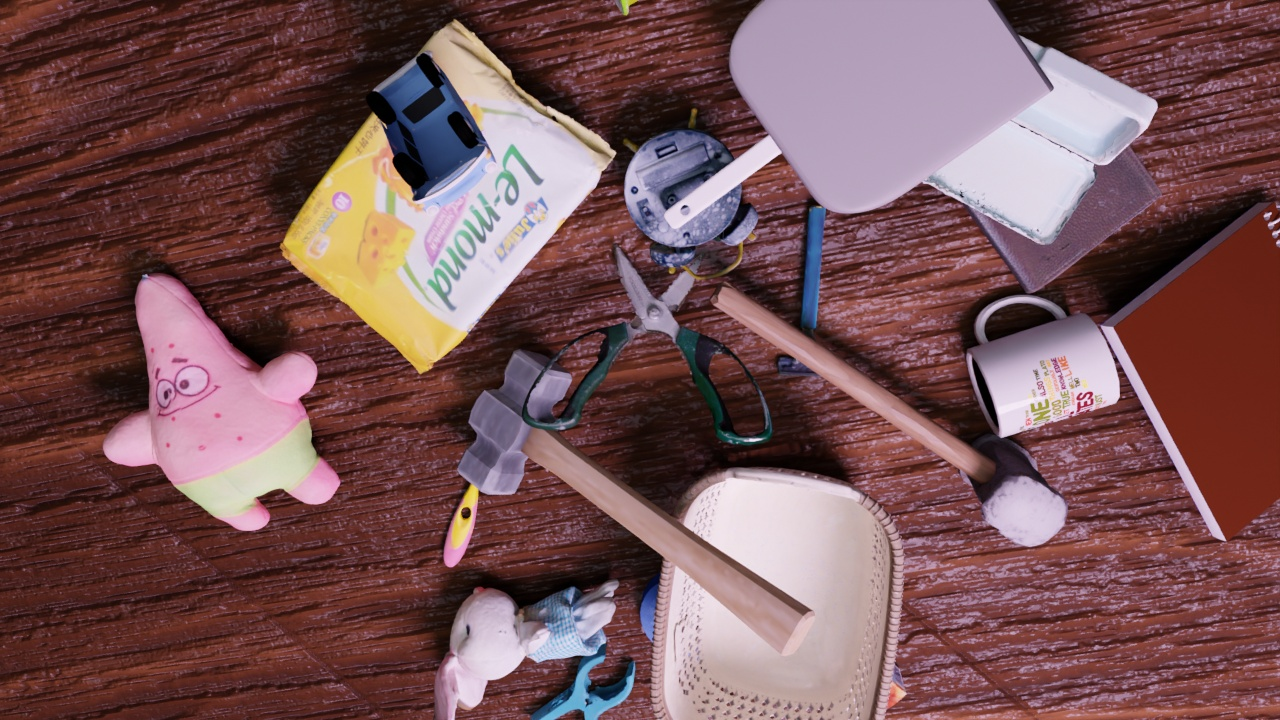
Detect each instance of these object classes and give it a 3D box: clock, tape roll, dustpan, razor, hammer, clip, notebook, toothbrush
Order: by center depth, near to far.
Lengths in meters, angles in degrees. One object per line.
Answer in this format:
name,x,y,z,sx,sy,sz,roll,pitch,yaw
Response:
dustpan,0.122,-0.172,0.636,0.258,0.033,0.163,-35,92,13
hammer,-0.009,0.113,0.704,0.323,0.051,0.117,32,100,30
clock,0.038,-0.122,0.709,0.090,0.052,0.129,-21,106,11
notebook,0.471,0.008,0.711,0.171,0.022,0.209,-36,104,-6
hammer,0.195,0.034,0.733,0.328,0.098,0.052,33,108,-6
razor,0.138,-0.054,0.743,0.042,0.022,0.144,2,109,2
toothbrush,-0.157,0.132,0.835,0.021,0.016,0.136,19,112,-5
tape roll,0.047,0.235,0.854,0.091,0.016,0.093,-13,108,9
clip,-0.064,0.320,0.890,0.113,0.028,0.127,41,108,-12

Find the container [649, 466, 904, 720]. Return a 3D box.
container,0.112,0.201,0.743,0.185,0.142,0.246,9,95,14

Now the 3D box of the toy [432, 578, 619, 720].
toy,-0.112,0.247,0.833,0.205,0.131,0.105,-31,89,7

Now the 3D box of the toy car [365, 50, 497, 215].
toy car,-0.136,-0.149,0.603,0.056,0.153,0.055,-35,139,5

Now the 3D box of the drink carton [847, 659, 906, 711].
drink carton,0.175,0.277,0.847,0.130,0.040,0.064,39,107,-9

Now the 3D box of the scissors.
scissors,-0.004,0.004,0.713,0.204,0.015,0.201,-27,70,-9

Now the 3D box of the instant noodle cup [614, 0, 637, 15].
instant noodle cup,0.018,-0.307,0.629,0.108,0.099,0.099,-24,106,3

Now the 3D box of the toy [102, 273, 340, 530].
toy,-0.359,0.035,0.776,0.192,0.096,0.237,-24,98,4

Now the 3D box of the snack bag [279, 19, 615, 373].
snack bag,-0.154,-0.121,0.716,0.159,0.068,0.248,41,106,-10

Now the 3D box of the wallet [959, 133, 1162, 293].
wallet,0.320,-0.125,0.701,0.120,0.031,0.099,-38,104,13

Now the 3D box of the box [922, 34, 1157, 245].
box,0.239,-0.177,0.652,0.197,0.075,0.126,31,118,8

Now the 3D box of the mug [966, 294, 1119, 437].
mug,0.311,-0.002,0.728,0.090,0.073,0.105,-19,78,10
